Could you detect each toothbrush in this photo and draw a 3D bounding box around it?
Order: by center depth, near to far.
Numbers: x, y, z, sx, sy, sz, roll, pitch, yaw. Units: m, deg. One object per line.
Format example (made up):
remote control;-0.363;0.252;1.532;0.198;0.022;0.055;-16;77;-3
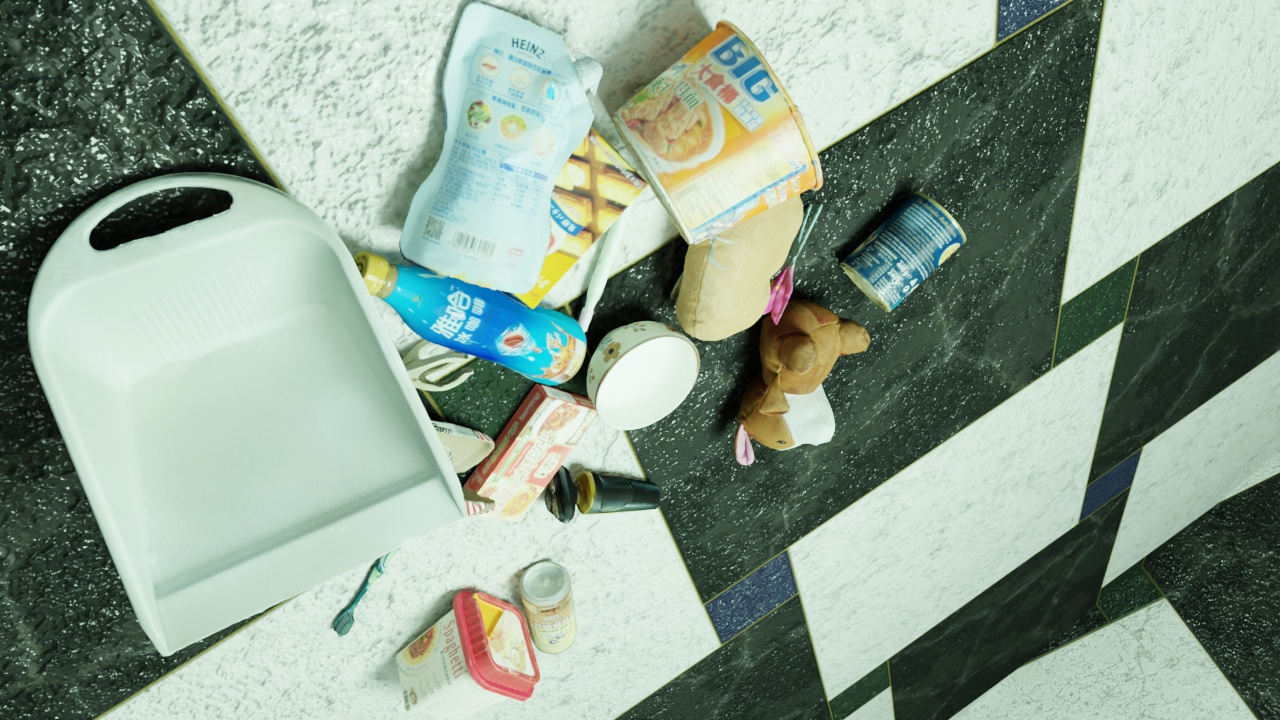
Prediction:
toothbrush;-0.038;-0.077;0.822;0.029;0.020;0.190;-32;150;-59
toothbrush;-0.257;0.208;0.917;0.016;0.018;0.192;20;113;-45

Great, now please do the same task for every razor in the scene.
razor;-0.039;0.148;1.007;0.068;0.062;0.167;-28;156;35

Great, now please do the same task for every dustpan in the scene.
dustpan;-0.269;0.018;0.607;0.222;0.257;0.143;-23;160;-18

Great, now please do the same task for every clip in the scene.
clip;-0.194;0.008;0.776;0.100;0.034;0.072;-18;136;-11

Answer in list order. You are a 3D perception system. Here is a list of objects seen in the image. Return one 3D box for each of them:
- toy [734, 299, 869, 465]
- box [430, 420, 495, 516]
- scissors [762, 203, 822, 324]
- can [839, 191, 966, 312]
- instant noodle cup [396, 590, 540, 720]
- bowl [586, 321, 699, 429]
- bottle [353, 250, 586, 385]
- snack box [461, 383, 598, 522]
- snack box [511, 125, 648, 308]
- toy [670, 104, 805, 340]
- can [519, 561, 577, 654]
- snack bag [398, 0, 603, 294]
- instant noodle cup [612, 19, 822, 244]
toy;0.173;0.032;1.008;0.139;0.130;0.200;-16;144;-33
box;-0.180;0.089;0.817;0.162;0.076;0.088;24;82;-66
scissors;0.148;-0.092;0.898;0.017;0.113;0.135;22;119;-7
can;0.278;-0.114;0.978;0.111;0.075;0.075;-44;139;6
instant noodle cup;-0.195;0.336;1.016;0.124;0.116;0.116;-34;140;10
bowl;-0.005;0.005;0.887;0.113;0.062;0.114;-19;136;-20
bottle;-0.138;-0.037;0.749;0.218;0.065;0.065;24;110;-45
snack box;-0.112;0.095;0.916;0.075;0.025;0.153;21;112;-45
snack box;-0.073;-0.120;0.725;0.140;0.033;0.087;-45;117;9
toy;0.099;-0.119;0.839;0.143;0.082;0.226;-33;148;-56
can;-0.106;0.290;1.072;0.058;0.058;0.116;-22;137;-20
snack bag;-0.101;-0.149;0.668;0.110;0.038;0.191;17;105;-11
instant noodle cup;0.055;-0.169;0.718;0.111;0.151;0.151;-32;140;4
